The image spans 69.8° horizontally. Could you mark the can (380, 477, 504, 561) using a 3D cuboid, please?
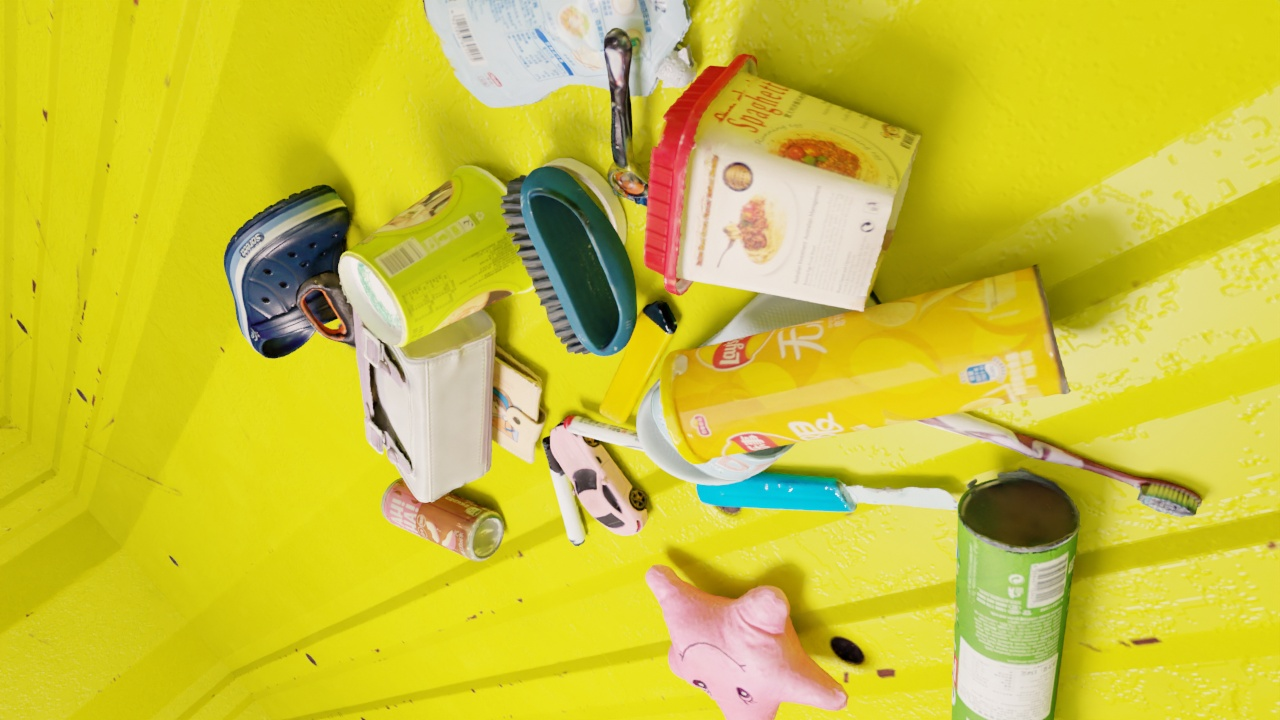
[{"bbox_3d":[-0.222,0.176,1.028,0.147,0.057,0.058,14,130,34],"label":"can"}]

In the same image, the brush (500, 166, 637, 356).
[{"bbox_3d":[-0.041,-0.068,0.641,0.074,0.055,0.144,-2,120,43],"label":"brush"}]

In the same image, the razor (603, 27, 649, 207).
[{"bbox_3d":[-0.009,-0.144,0.573,0.043,0.022,0.143,26,152,20],"label":"razor"}]

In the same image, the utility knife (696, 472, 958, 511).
[{"bbox_3d":[0.128,0.098,0.678,0.226,0.018,0.034,-4,117,45],"label":"utility knife"}]

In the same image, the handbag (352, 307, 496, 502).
[{"bbox_3d":[-0.205,0.014,0.838,0.145,0.098,0.197,48,144,31],"label":"handbag"}]

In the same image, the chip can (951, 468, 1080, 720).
[{"bbox_3d":[0.242,0.184,0.604,0.072,0.072,0.236,14,130,34],"label":"chip can"}]

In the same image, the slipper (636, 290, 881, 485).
[{"bbox_3d":[0.071,0.025,0.627,0.104,0.074,0.246,44,139,3],"label":"slipper"}]

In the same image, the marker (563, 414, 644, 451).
[{"bbox_3d":[-0.002,0.066,0.762,0.145,0.017,0.017,11,129,30],"label":"marker"}]

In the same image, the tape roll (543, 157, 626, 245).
[{"bbox_3d":[-0.048,-0.106,0.673,0.086,0.013,0.086,24,135,26],"label":"tape roll"}]

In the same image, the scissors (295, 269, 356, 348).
[{"bbox_3d":[-0.247,-0.012,0.910,0.234,0.152,0.021,47,-168,-48],"label":"scissors"}]

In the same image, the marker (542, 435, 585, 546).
[{"bbox_3d":[-0.073,0.128,0.883,0.018,0.022,0.131,-7,121,7],"label":"marker"}]

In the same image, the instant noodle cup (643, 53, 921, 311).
[{"bbox_3d":[0.078,-0.092,0.504,0.124,0.116,0.117,17,133,15],"label":"instant noodle cup"}]

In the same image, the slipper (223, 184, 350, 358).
[{"bbox_3d":[-0.337,-0.064,0.895,0.095,0.104,0.254,48,142,5],"label":"slipper"}]

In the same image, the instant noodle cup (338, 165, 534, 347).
[{"bbox_3d":[-0.158,-0.073,0.703,0.112,0.123,0.112,33,143,29],"label":"instant noodle cup"}]

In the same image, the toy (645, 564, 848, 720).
[{"bbox_3d":[0.092,0.265,0.802,0.195,0.074,0.178,1,113,42],"label":"toy"}]

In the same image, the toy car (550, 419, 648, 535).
[{"bbox_3d":[-0.040,0.108,0.826,0.056,0.037,0.122,-27,101,48],"label":"toy car"}]

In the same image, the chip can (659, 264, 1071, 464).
[{"bbox_3d":[0.120,0.007,0.517,0.214,0.071,0.072,-13,114,24],"label":"chip can"}]

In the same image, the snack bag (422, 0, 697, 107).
[{"bbox_3d":[-0.051,-0.212,0.569,0.191,0.038,0.110,7,126,37],"label":"snack bag"}]

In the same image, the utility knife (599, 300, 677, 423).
[{"bbox_3d":[-0.004,0.004,0.723,0.033,0.015,0.157,44,142,14],"label":"utility knife"}]

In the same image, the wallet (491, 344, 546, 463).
[{"bbox_3d":[-0.123,0.041,0.856,0.087,0.024,0.115,36,139,21],"label":"wallet"}]

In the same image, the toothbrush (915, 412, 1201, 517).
[{"bbox_3d":[0.231,0.054,0.550,0.188,0.017,0.016,20,133,29],"label":"toothbrush"}]
